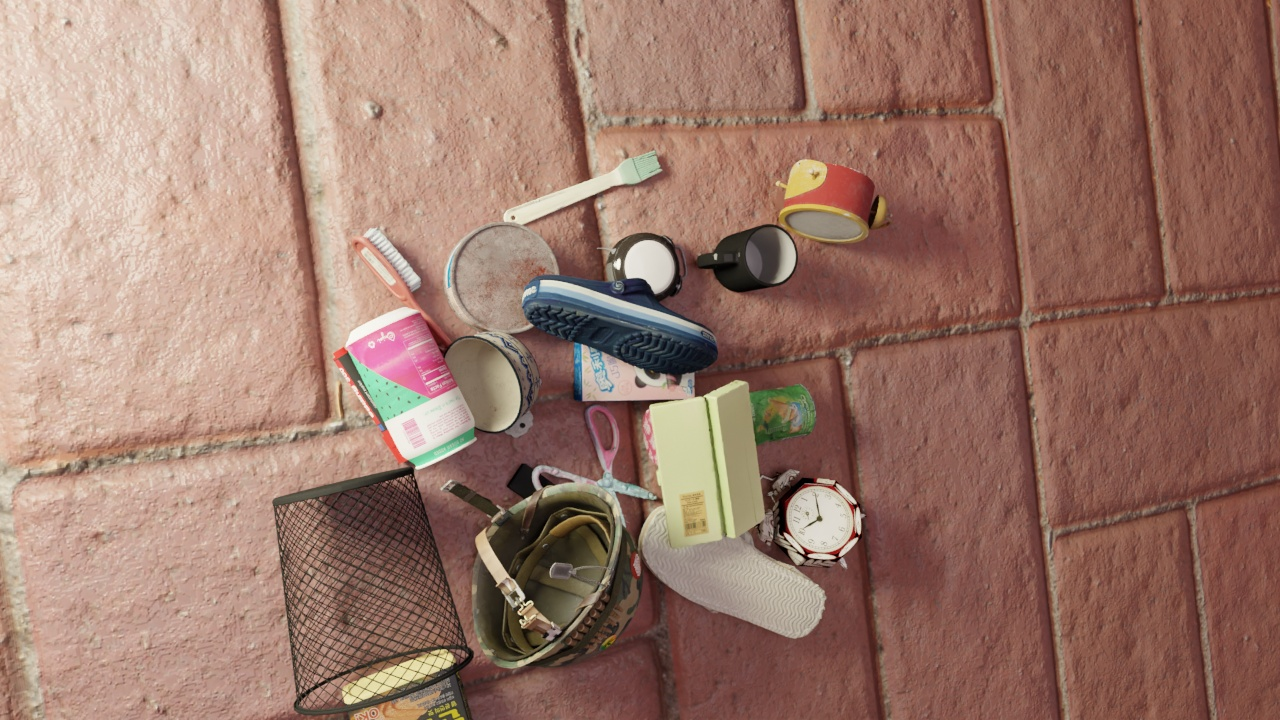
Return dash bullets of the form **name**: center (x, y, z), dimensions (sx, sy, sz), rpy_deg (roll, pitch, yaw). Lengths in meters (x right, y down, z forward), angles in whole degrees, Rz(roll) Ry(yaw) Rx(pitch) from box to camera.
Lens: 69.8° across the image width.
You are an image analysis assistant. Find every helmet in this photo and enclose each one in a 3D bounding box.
- **helmet**: center (-0.103, 0.233, 1.013), dimensions (0.236, 0.192, 0.225), rpy_deg (18, 114, -38)

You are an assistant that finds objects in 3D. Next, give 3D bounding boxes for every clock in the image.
- **clock**: center (0.263, -0.210, 1.216), dimensions (0.158, 0.117, 0.081), rpy_deg (19, 79, -26)
- **clock**: center (0.211, 0.207, 1.210), dimensions (0.155, 0.065, 0.114), rpy_deg (25, 66, 7)
- **clock**: center (0.010, -0.116, 1.148), dimensions (0.122, 0.044, 0.091), rpy_deg (-14, 94, -22)

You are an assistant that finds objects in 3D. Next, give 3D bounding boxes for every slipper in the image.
- **slipper**: center (-0.014, -0.056, 1.071), dimensions (0.252, 0.105, 0.095), rpy_deg (17, 61, -25)
- **slipper**: center (0.118, 0.273, 1.181), dimensions (0.272, 0.054, 0.114), rpy_deg (31, 79, -13)

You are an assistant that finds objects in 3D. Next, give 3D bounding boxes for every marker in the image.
- **marker**: center (-0.301, 0.050, 1.034), dimensions (0.023, 0.021, 0.145), rpy_deg (-29, 101, 10)

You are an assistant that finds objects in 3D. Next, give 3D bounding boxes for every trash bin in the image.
- **trash bin**: center (-0.288, 0.230, 0.960), dimensions (0.183, 0.184, 0.210), rpy_deg (-12, 88, -22)

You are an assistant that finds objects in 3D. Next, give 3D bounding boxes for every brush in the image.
- **brush**: center (-0.070, -0.211, 1.136), dimensions (0.217, 0.012, 0.033), rpy_deg (-25, 98, -19)
- **brush**: center (-0.261, -0.078, 1.045), dimensions (0.030, 0.041, 0.172), rpy_deg (-47, 108, -32)

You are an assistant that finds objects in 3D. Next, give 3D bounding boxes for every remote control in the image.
- **remote control**: center (-0.094, 0.181, 1.119), dimensions (0.150, 0.013, 0.034), rpy_deg (38, 72, -17)

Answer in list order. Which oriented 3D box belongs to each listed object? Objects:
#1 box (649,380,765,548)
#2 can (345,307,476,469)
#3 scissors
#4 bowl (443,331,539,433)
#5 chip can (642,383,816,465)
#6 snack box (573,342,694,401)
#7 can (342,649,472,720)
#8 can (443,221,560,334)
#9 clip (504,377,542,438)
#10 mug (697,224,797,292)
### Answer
- **box**: center (0.086, 0.128, 1.107), dimensions (0.140, 0.048, 0.188), rpy_deg (-12, 105, -19)
- **can**: center (-0.251, 0.030, 1.011), dimensions (0.088, 0.088, 0.166), rpy_deg (-28, 95, -20)
- **scissors**: center (-0.060, 0.145, 1.126), dimensions (0.167, 0.014, 0.170), rpy_deg (-19, 94, -29)
- **bowl**: center (-0.163, 0.019, 1.046), dimensions (0.059, 0.116, 0.115), rpy_deg (-32, 103, -53)
- **chip can**: center (0.118, 0.080, 1.174), dimensions (0.223, 0.075, 0.075), rpy_deg (-9, 93, -22)
- **snack box**: center (-0.007, 0.007, 1.147), dimensions (0.154, 0.033, 0.088), rpy_deg (0, 88, -22)
- **can**: center (-0.256, 0.395, 1.021), dimensions (0.130, 0.073, 0.101), rpy_deg (-16, 93, -22)
- **can**: center (-0.163, -0.095, 1.078), dimensions (0.129, 0.044, 0.130), rpy_deg (0, 89, -22)
- **clip**: center (-0.150, 0.063, 1.090), dimensions (0.101, 0.041, 0.054), rpy_deg (-29, 87, -19)
- **mug**: center (0.129, -0.129, 1.173), dimensions (0.113, 0.088, 0.078), rpy_deg (-3, 90, -22)
